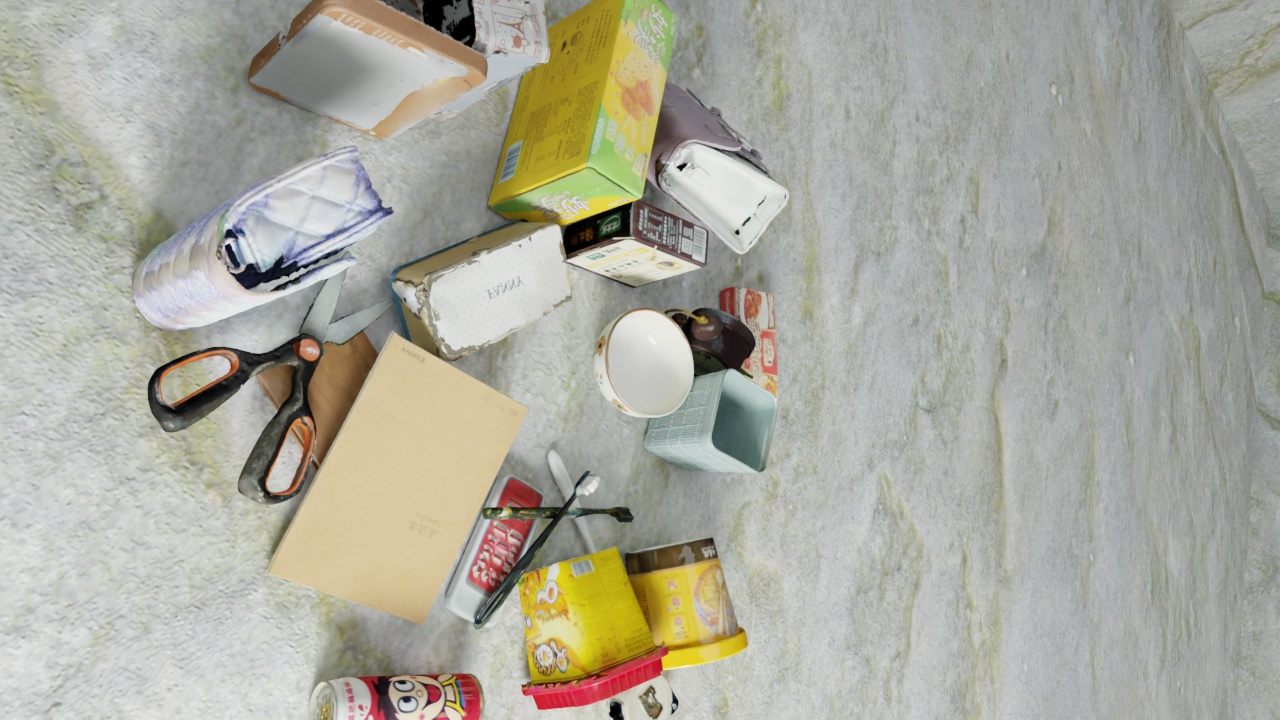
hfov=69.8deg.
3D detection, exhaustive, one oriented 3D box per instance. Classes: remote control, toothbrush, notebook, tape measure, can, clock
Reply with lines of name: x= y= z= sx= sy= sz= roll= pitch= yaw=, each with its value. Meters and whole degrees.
remote control: x=-0.132 y=0.174 z=0.847 sx=0.056 sy=0.020 sz=0.135 roll=39 pitch=59 yaw=-32
toothbrush: x=-0.058 y=0.172 z=0.920 sx=0.016 sy=0.016 sz=0.180 roll=-29 pitch=100 yaw=-45
notebook: x=-0.196 y=0.102 z=0.772 sx=0.149 sy=0.012 sz=0.211 roll=33 pitch=77 yaw=-36
tape measure: x=0.000 y=0.347 z=0.928 sx=0.065 sy=0.034 sz=0.066 roll=-44 pitch=112 yaw=-39
toothbrush: x=-0.094 y=0.173 z=0.846 sx=0.180 sy=0.018 sz=0.016 roll=-51 pitch=129 yaw=-25
toothbrush: x=-0.074 y=0.149 z=0.882 sx=0.185 sy=0.017 sz=0.012 roll=10 pitch=119 yaw=-46
can: x=-0.197 y=0.285 z=0.748 sx=0.132 sy=0.053 sz=0.053 roll=14 pitch=74 yaw=-40
clock: x=0.074 y=-0.022 z=1.023 sx=0.122 sy=0.082 sz=0.055 roll=44 pitch=63 yaw=-31

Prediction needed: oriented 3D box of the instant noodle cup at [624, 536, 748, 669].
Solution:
instant noodle cup: x=0.039 y=0.243 z=0.931 sx=0.118 sy=0.119 sz=0.114 roll=-3 pitch=76 yaw=-42

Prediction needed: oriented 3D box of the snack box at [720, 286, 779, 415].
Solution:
snack box: x=0.132 y=-0.009 z=1.110 sx=0.075 sy=0.026 sz=0.152 roll=7 pitch=78 yaw=-41

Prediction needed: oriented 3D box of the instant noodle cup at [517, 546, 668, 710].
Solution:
instant noodle cup: x=-0.054 y=0.246 z=0.852 sx=0.115 sy=0.116 sz=0.123 roll=-7 pitch=76 yaw=-43

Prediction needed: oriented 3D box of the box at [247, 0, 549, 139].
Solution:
box: x=-0.207 y=-0.278 z=0.749 sx=0.193 sy=0.184 sz=0.156 roll=-3 pitch=84 yaw=-45

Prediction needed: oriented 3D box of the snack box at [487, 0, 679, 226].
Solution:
snack box: x=-0.055 y=-0.242 z=0.890 sx=0.070 sy=0.158 sz=0.209 roll=27 pitch=66 yaw=-38

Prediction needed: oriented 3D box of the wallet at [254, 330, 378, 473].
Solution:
wallet: x=-0.250 y=0.034 z=0.767 sx=0.101 sy=0.020 sz=0.115 roll=-41 pitch=107 yaw=-40

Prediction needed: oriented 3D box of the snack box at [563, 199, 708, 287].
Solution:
snack box: x=-0.014 y=-0.116 z=0.937 sx=0.125 sy=0.113 sz=0.053 roll=18 pitch=70 yaw=-39

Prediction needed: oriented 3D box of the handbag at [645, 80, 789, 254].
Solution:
handbag: x=0.053 y=-0.218 z=0.961 sx=0.144 sy=0.099 sz=0.197 roll=21 pitch=25 yaw=-32

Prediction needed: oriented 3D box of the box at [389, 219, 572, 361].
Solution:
box: x=-0.136 y=-0.070 z=0.845 sx=0.183 sy=0.060 sz=0.090 roll=-31 pitch=119 yaw=-44

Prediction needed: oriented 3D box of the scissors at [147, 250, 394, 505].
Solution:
scissors: x=-0.280 y=0.002 z=0.718 sx=0.210 sy=0.022 sz=0.221 roll=15 pitch=68 yaw=-43

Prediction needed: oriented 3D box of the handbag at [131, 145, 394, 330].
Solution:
handbag: x=-0.268 y=-0.079 z=0.649 sx=0.133 sy=0.194 sz=0.075 roll=-39 pitch=110 yaw=-38

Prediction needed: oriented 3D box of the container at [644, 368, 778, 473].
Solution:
container: x=0.073 y=0.070 z=0.985 sx=0.090 sy=0.112 sz=0.090 roll=30 pitch=64 yaw=-34

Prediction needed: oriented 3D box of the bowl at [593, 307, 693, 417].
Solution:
bowl: x=-0.006 y=0.006 z=0.957 sx=0.113 sy=0.062 sz=0.113 roll=7 pitch=78 yaw=-35
